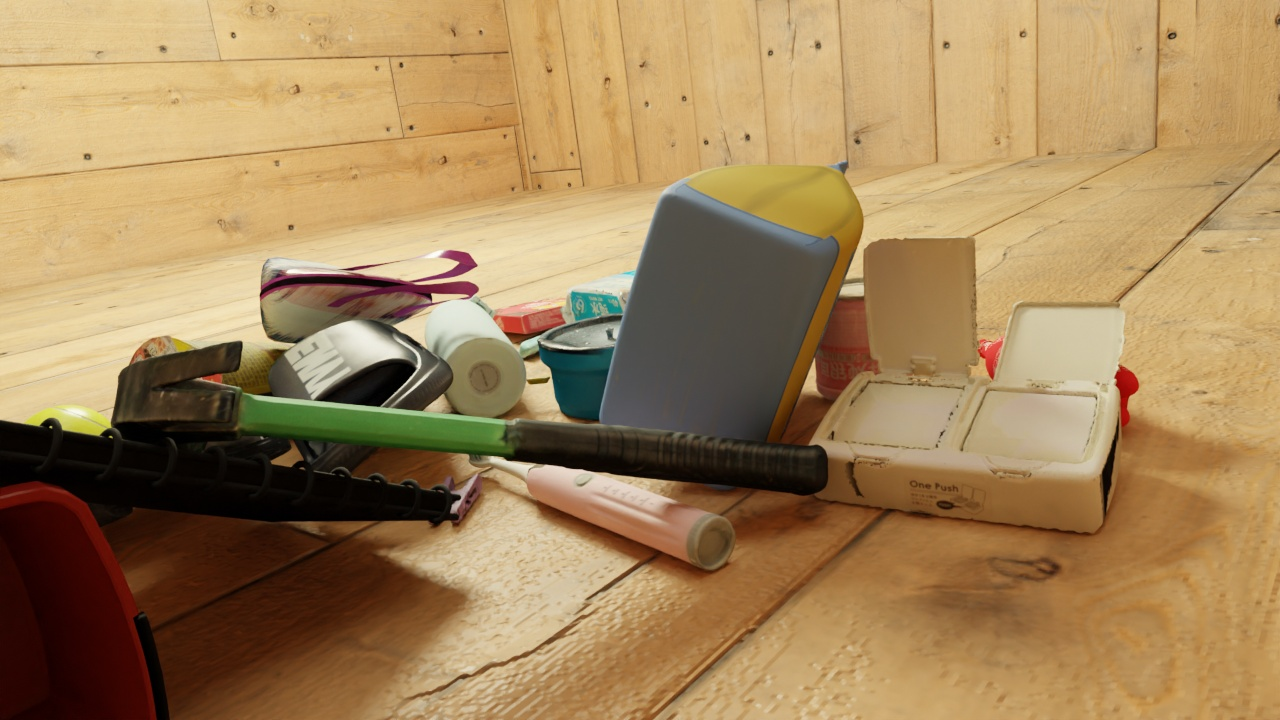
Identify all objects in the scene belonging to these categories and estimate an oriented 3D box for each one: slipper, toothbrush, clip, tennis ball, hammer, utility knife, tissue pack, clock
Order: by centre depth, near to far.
[{"bbox_3d":[-0.061,0.036,0.417,0.318,0.032,0.130,8,-17,-18],"label":"hammer"},{"bbox_3d":[-0.037,0.072,0.505,0.027,0.026,0.223,-30,25,-35],"label":"toothbrush"},{"bbox_3d":[-0.107,0.081,0.533,0.036,0.013,0.052,-7,17,4],"label":"clip"},{"bbox_3d":[-0.393,0.063,0.629,0.065,0.065,0.065,-7,15,2],"label":"tennis ball"},{"bbox_3d":[-0.201,0.008,0.647,0.110,0.083,0.268,-39,16,-7],"label":"slipper"},{"bbox_3d":[-0.004,0.004,0.683,0.162,0.060,0.116,10,21,44],"label":"clock"},{"bbox_3d":[-0.004,-0.048,0.874,0.092,0.062,0.145,-18,16,-31],"label":"tissue pack"},{"bbox_3d":[-0.071,-0.029,0.923,0.022,0.015,0.158,-23,3,36],"label":"utility knife"}]

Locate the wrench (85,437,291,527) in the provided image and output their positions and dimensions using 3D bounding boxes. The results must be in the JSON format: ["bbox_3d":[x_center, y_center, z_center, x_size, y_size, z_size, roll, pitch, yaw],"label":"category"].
[{"bbox_3d":[-0.331,0.094,0.508,0.272,0.022,0.073,-23,-5,-25],"label":"wrench"}]

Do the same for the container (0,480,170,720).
[{"bbox_3d":[-0.227,0.105,0.272,0.147,0.127,0.201,-20,10,-43],"label":"container"}]

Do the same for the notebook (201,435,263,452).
[{"bbox_3d":[-0.332,0.075,0.537,0.209,0.009,0.143,-17,-5,-21],"label":"notebook"}]

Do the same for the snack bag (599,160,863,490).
[{"bbox_3d":[0.074,-0.038,0.568,0.102,0.159,0.204,26,29,18],"label":"snack bag"}]

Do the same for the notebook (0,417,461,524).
[{"bbox_3d":[-0.218,0.055,0.414,0.169,0.019,0.231,-7,-18,34],"label":"notebook"}]

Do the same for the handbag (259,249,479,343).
[{"bbox_3d":[-0.198,-0.054,0.702,0.170,0.068,0.144,-7,-6,29],"label":"handbag"}]

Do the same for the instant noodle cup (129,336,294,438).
[{"bbox_3d":[-0.310,0.026,0.697,0.100,0.100,0.112,-1,7,23],"label":"instant noodle cup"}]

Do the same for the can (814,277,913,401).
[{"bbox_3d":[0.154,-0.015,0.641,0.067,0.076,0.067,-6,15,2],"label":"can"}]

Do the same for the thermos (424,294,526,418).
[{"bbox_3d":[-0.146,-0.008,0.780,0.078,0.065,0.207,-50,21,-2],"label":"thermos"}]

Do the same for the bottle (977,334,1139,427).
[{"bbox_3d":[0.253,0.007,0.578,0.042,0.042,0.141,-9,15,-8],"label":"bottle"}]

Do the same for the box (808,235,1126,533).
[{"bbox_3d":[0.176,-0.001,0.489,0.145,0.101,0.186,2,44,31],"label":"box"}]

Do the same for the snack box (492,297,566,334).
[{"bbox_3d":[-0.109,-0.049,0.977,0.089,0.021,0.133,-15,11,-27],"label":"snack box"}]
